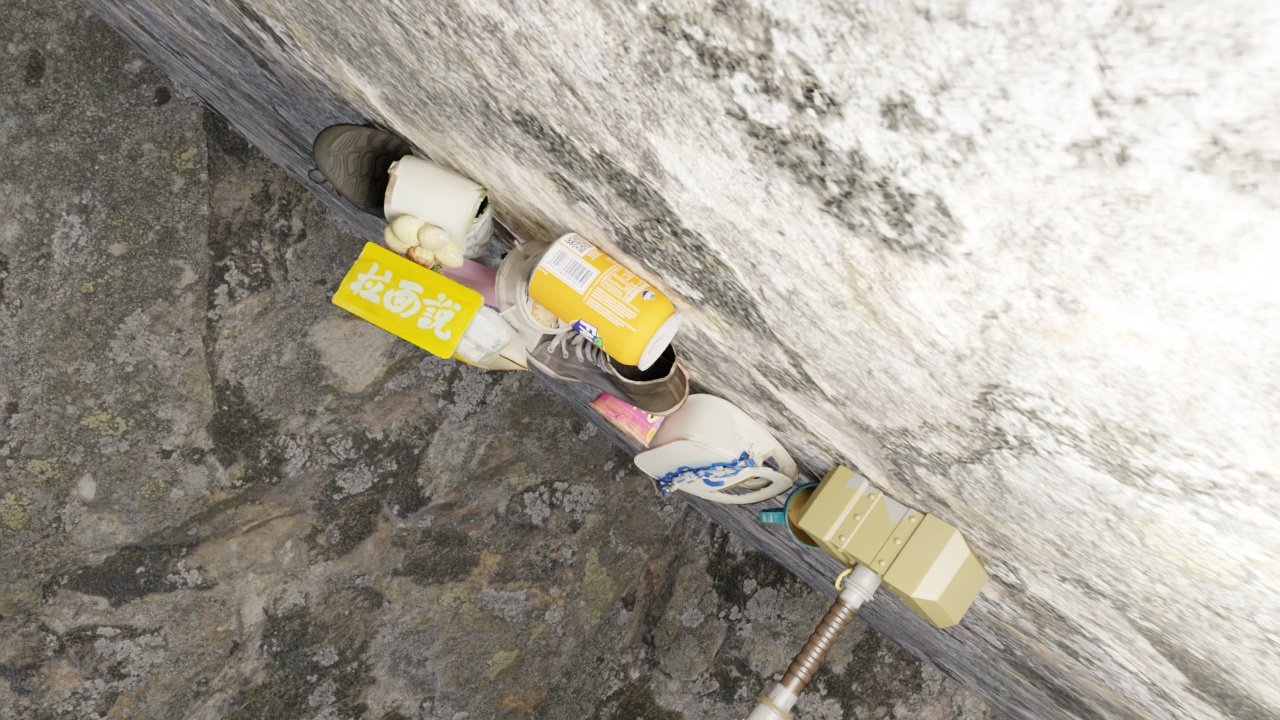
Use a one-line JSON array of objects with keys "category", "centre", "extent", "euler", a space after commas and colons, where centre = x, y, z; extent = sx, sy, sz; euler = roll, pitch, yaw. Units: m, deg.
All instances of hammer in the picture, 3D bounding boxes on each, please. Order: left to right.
[{"category": "hammer", "centre": [0.203, 0.298, 0.996], "extent": [0.190, 0.324, 0.100], "euler": [29, 169, 46]}]

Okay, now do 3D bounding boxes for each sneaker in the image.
[{"category": "sneaker", "centre": [-0.350, -0.245, 1.146], "extent": [0.143, 0.101, 0.238], "euler": [28, 175, 20]}, {"category": "sneaker", "centre": [-0.054, -0.017, 1.096], "extent": [0.235, 0.095, 0.120], "euler": [29, 164, 15]}]

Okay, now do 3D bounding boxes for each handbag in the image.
[{"category": "handbag", "centre": [-0.231, -0.154, 1.059], "extent": [0.112, 0.123, 0.171], "euler": [23, 173, -3]}, {"category": "handbag", "centre": [0.104, 0.142, 1.225], "extent": [0.199, 0.092, 0.201], "euler": [31, 153, -14]}]

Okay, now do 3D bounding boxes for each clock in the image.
[{"category": "clock", "centre": [-0.083, -0.074, 1.012], "extent": [0.156, 0.103, 0.061], "euler": [12, -178, -36]}]

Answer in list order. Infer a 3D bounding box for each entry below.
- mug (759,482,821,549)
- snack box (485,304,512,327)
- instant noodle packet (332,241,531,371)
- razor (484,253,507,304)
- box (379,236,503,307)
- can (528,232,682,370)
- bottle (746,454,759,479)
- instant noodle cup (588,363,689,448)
[{"category": "mug", "centre": [0.216, 0.205, 1.231], "extent": [0.112, 0.084, 0.104], "euler": [-4, 176, 5]}, {"category": "snack box", "centre": [-0.151, -0.067, 1.312], "extent": [0.186, 0.032, 0.100], "euler": [33, -147, 27]}, {"category": "instant noodle packet", "centre": [-0.226, -0.044, 1.075], "extent": [0.163, 0.084, 0.221], "euler": [24, 174, 16]}, {"category": "razor", "centre": [-0.209, -0.104, 1.269], "extent": [0.052, 0.142, 0.047], "euler": [-2, 116, 26]}, {"category": "box", "centre": [-0.232, -0.112, 1.201], "extent": [0.201, 0.073, 0.149], "euler": [17, -176, 4]}, {"category": "can", "centre": [-0.036, -0.058, 0.904], "extent": [0.142, 0.079, 0.079], "euler": [36, 172, 11]}, {"category": "bottle", "centre": [0.141, 0.148, 1.414], "extent": [0.112, 0.047, 0.047], "euler": [40, 172, -19]}, {"category": "instant noodle cup", "centre": [0.004, 0.042, 1.189], "extent": [0.098, 0.108, 0.098], "euler": [37, 172, 6]}]
